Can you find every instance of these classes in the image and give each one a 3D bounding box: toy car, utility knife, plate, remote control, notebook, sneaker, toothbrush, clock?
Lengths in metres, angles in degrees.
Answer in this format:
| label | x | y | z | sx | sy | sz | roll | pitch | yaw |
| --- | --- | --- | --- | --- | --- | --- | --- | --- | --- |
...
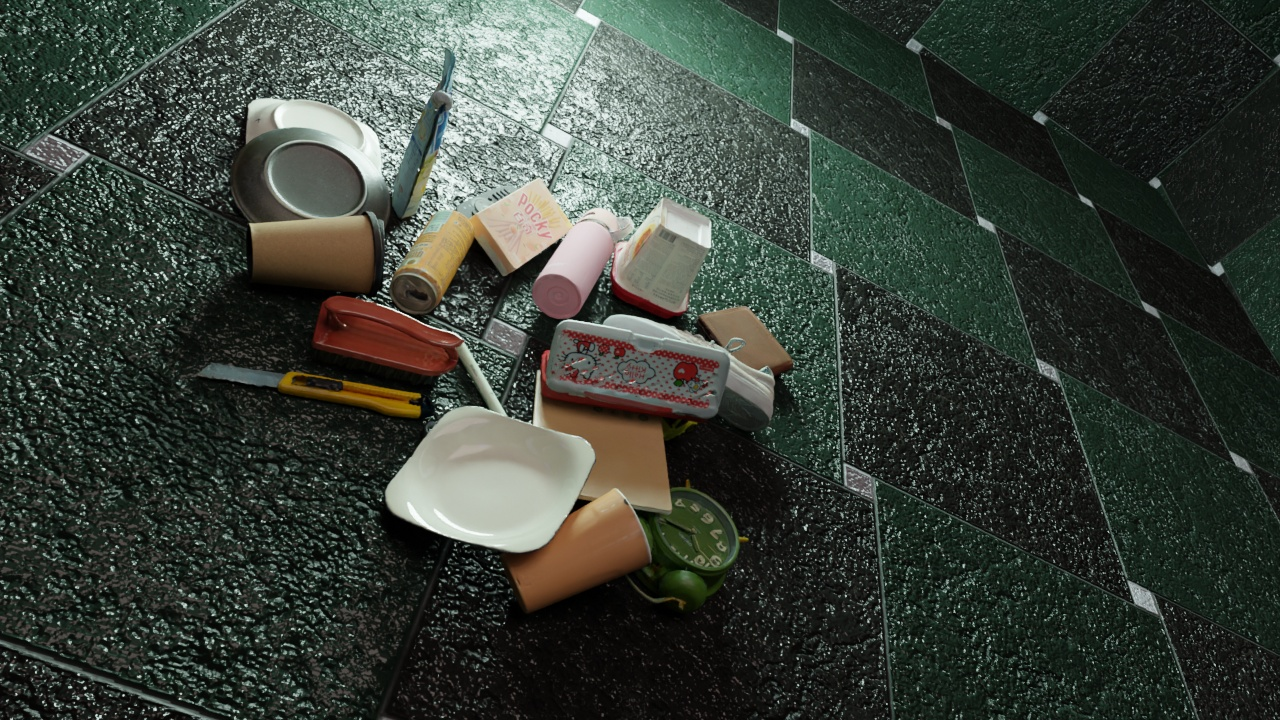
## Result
| label | x | y | z | sx | sy | sz | roll | pitch | yaw |
| --- | --- | --- | --- | --- | --- | --- | --- | --- | --- |
| toy car | 0.032 | 0.067 | 1.089 | 0.105 | 0.032 | 0.048 | -19 | 62 | -45 |
| utility knife | -0.308 | 0.028 | 0.891 | 0.223 | 0.015 | 0.033 | 12 | 40 | -26 |
| plate | -0.137 | 0.116 | 0.855 | 0.164 | 0.034 | 0.163 | 16 | 38 | 11 |
| plate | -0.373 | -0.201 | 1.051 | 0.179 | 0.024 | 0.179 | 16 | 54 | -23 |
| remote control | -0.196 | -0.197 | 1.210 | 0.053 | 0.024 | 0.136 | 45 | 37 | 4 |
| notebook | -0.044 | 0.082 | 0.985 | 0.147 | 0.008 | 0.207 | 11 | 31 | -11 |
| sneaker | 0.067 | -0.007 | 1.142 | 0.242 | 0.090 | 0.090 | 29 | 53 | -13 |
| toothbrush | -0.156 | 0.048 | 0.980 | 0.189 | 0.029 | 0.020 | 56 | 0 | 27 |
| clock | 0.036 | 0.193 | 0.936 | 0.116 | 0.056 | 0.160 | 43 | 38 | 13 |
| plate | -0.400 | -0.276 | 1.138 | 0.163 | 0.034 | 0.164 | 8 | 44 | -29 |

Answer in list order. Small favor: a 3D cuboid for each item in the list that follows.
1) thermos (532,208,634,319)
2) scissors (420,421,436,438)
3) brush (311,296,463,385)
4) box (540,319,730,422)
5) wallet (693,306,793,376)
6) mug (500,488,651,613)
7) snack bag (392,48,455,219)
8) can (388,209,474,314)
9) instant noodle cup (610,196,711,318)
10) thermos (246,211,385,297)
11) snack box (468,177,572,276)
| label | x | y | z | sx | sy | sz | roll | pitch | yaw |
| --- | --- | --- | --- | --- | --- | --- | --- | --- | --- |
| thermos | -0.069 | -0.133 | 1.191 | 0.198 | 0.087 | 0.067 | -64 | 140 | -52 |
| scissors | -0.164 | 0.128 | 0.892 | 0.159 | 0.014 | 0.181 | -17 | 60 | -45 |
| brush | -0.256 | -0.020 | 0.938 | 0.145 | 0.069 | 0.063 | 17 | 42 | -22 |
| box | -0.005 | 0.005 | 1.023 | 0.201 | 0.101 | 0.095 | 10 | 32 | -13 |
| wallet | 0.142 | -0.020 | 1.269 | 0.101 | 0.032 | 0.124 | -14 | 57 | -41 |
| mug | -0.061 | 0.178 | 0.838 | 0.122 | 0.078 | 0.078 | -23 | 61 | -17 |
| snack bag | -0.257 | -0.269 | 1.106 | 0.039 | 0.192 | 0.110 | 21 | 39 | -15 |
| can | -0.240 | -0.116 | 1.063 | 0.058 | 0.058 | 0.145 | 27 | 38 | -10 |
| instant noodle cup | 0.033 | -0.140 | 1.238 | 0.116 | 0.124 | 0.116 | 24 | 39 | -15 |
| thermos | -0.337 | -0.112 | 0.970 | 0.143 | 0.093 | 0.093 | -3 | 50 | -27 |
| snack box | -0.154 | -0.176 | 1.196 | 0.084 | 0.026 | 0.156 | 55 | 38 | -9 |
